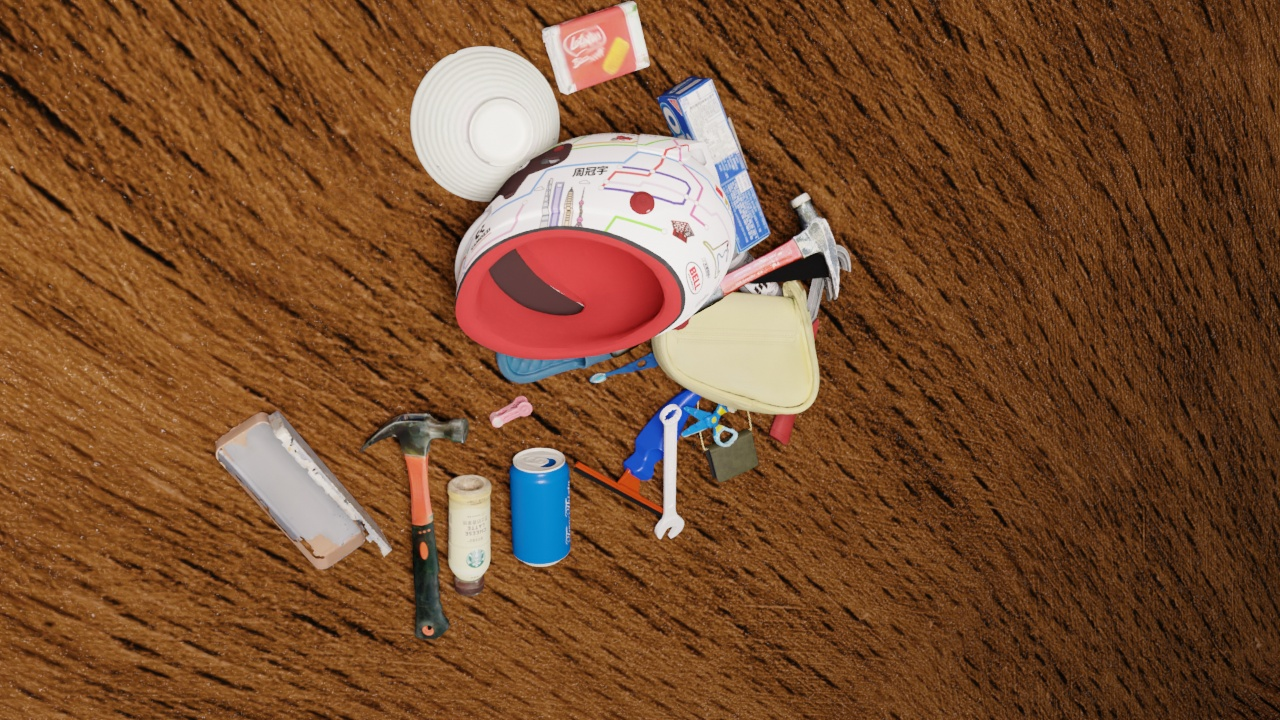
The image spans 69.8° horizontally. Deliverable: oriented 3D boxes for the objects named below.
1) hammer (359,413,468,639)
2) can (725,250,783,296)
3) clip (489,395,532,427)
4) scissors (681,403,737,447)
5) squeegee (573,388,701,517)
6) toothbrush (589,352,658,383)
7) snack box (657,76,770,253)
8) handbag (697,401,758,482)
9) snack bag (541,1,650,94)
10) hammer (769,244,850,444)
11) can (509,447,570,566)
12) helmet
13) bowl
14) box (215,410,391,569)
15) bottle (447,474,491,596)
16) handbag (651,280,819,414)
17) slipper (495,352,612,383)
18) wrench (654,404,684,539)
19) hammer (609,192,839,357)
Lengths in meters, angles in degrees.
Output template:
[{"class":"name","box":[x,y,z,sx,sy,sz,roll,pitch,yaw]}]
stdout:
[{"class":"hammer","box":[-0.279,0.221,1.175,0.133,0.033,0.334,2,113,4]},{"class":"can","box":[0.154,-0.111,1.262,0.044,0.044,0.106,-48,121,-1]},{"class":"clip","box":[-0.168,0.070,1.194,0.058,0.037,0.022,-28,122,-8]},{"class":"scissors","box":[0.100,0.093,1.299,0.131,0.019,0.105,-22,112,-37]},{"class":"squeegee","box":[0.025,0.112,1.285,0.185,0.055,0.249,-52,139,0]},{"class":"toothbrush","box":[-0.007,0.007,1.252,0.132,0.016,0.021,-19,106,-16]},{"class":"snack box","box":[0.097,-0.247,1.176,0.059,0.059,0.226,-34,121,-12]},{"class":"handbag","box":[0.121,0.086,1.341,0.084,0.027,0.178,-22,112,-17]},{"class":"snack bag","box":[-0.051,-0.366,1.074,0.115,0.036,0.077,-23,118,-15]},{"class":"hammer","box":[0.236,-0.020,1.329,0.126,0.036,0.316,-18,125,-45]},{"class":"can","box":[-0.134,0.198,1.233,0.078,0.079,0.146,-8,113,-22]},{"class":"helmet","box":[-0.049,-0.141,1.052,0.315,0.235,0.231,-9,133,13]},{"class":"bowl","box":[-0.166,-0.263,1.043,0.177,0.071,0.177,-9,113,-21]},{"class":"box","box":[-0.402,0.165,1.093,0.105,0.096,0.216,-32,120,-4]},{"class":"bottle","box":[-0.227,0.235,1.219,0.056,0.056,0.162,-5,112,-23]},{"class":"handbag","box":[0.123,-0.022,1.235,0.232,0.088,0.191,5,93,-8]},{"class":"slipper","box":[-0.081,-0.028,1.181,0.213,0.059,0.104,-24,120,-12]},{"class":"wrench","box":[0.042,0.163,1.289,0.047,0.009,0.274,-22,136,-22]},{"class":"hammer","box":[0.105,-0.084,1.173,0.326,0.036,0.140,-27,92,-7]}]
